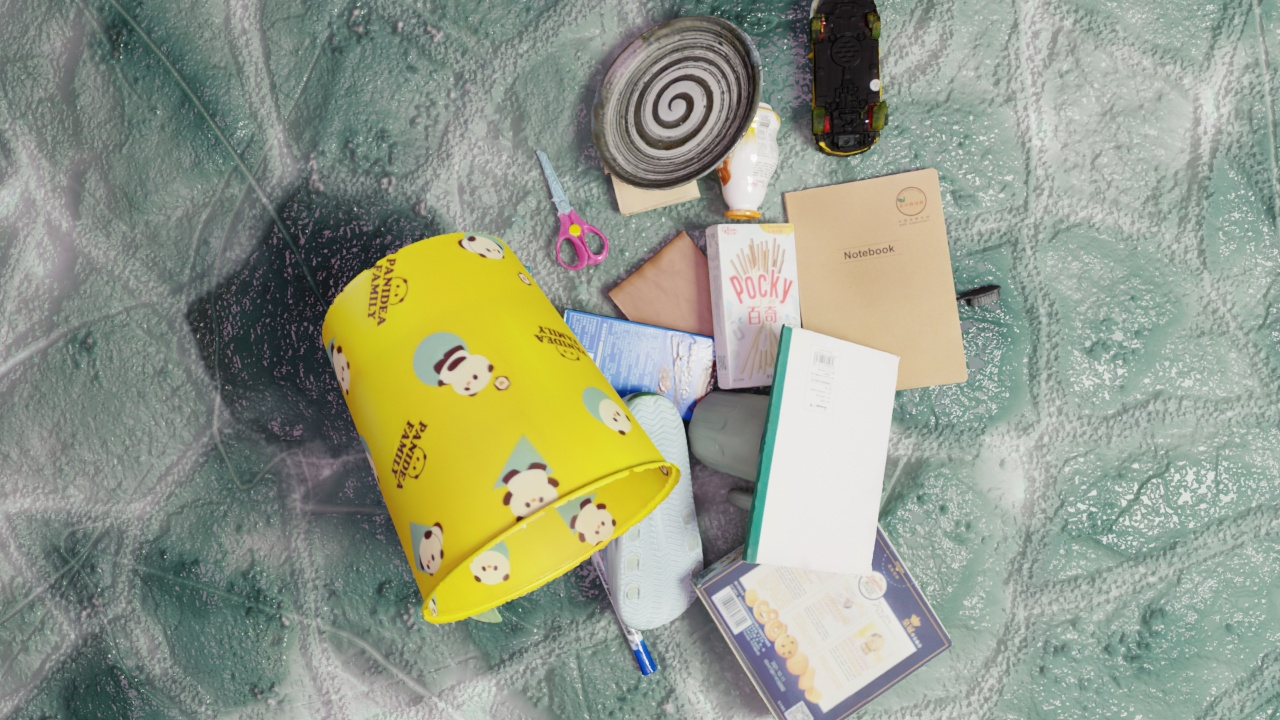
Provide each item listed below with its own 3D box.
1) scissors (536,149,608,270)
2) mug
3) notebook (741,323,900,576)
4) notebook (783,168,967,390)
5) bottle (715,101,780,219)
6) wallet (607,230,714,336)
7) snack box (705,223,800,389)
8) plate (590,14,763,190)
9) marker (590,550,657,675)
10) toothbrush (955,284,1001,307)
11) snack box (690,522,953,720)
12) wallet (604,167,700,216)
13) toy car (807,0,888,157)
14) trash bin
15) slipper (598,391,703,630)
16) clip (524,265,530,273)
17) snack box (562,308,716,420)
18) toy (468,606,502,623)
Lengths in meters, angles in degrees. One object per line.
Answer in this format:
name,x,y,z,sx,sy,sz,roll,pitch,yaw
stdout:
scissors,-0.079,-0.155,0.934,0.057,0.017,0.133,-24,85,-7
mug,0.110,0.091,0.863,0.083,0.103,0.124,-19,107,-33
notebook,0.167,0.084,0.825,0.150,0.012,0.209,13,84,-31
notebook,0.226,-0.073,0.888,0.148,0.008,0.207,-8,87,11
bottle,0.101,-0.192,0.884,0.063,0.063,0.108,3,91,8
wallet,0.040,-0.055,0.920,0.101,0.020,0.115,-39,89,6
snack box,0.111,-0.054,0.887,0.084,0.027,0.157,-5,91,-23
plate,0.035,-0.243,0.873,0.180,0.024,0.179,-8,74,27
marker,-0.020,0.251,0.935,0.017,0.017,0.146,-24,88,7
toothbrush,0.259,-0.034,0.893,0.190,0.014,0.016,-21,114,9
snack box,0.171,0.240,0.876,0.182,0.046,0.178,-31,87,-6
wallet,0.004,-0.208,0.919,0.087,0.024,0.115,-14,90,3
toy car,0.198,-0.275,0.880,0.071,0.041,0.156,-3,93,8
trash bin,-0.129,0.047,0.767,0.230,0.229,0.255,-35,71,7
slipper,-0.001,0.147,0.887,0.074,0.103,0.245,13,112,50
clip,-0.127,-0.071,0.944,0.043,0.014,0.056,12,95,7
snack box,-0.005,0.005,0.891,0.157,0.026,0.084,11,95,-9
toy,-0.143,0.126,0.907,0.227,0.090,0.246,22,86,-11
